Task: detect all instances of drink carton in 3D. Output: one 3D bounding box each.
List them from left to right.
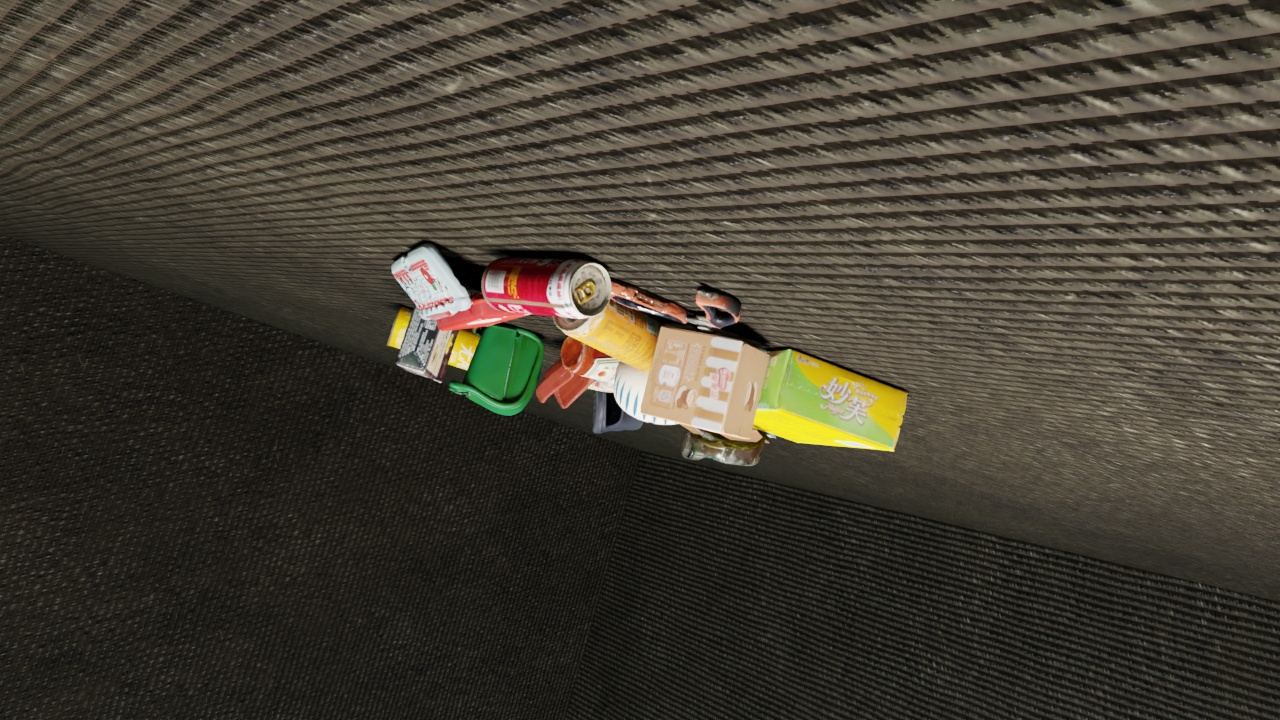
[{"bbox_3d":[-0.058,0.020,1.391,0.045,0.053,0.123,21,171,-34],"label":"drink carton"}]

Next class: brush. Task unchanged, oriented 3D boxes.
[{"bbox_3d":[-0.103,0.023,1.331,0.069,0.063,0.146,-24,172,-31],"label":"brush"}]

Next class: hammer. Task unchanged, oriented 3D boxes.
[{"bbox_3d":[0.054,0.067,1.202,0.126,0.032,0.323,11,-169,-25],"label":"hammer"}]

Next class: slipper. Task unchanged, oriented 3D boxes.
[{"bbox_3d":[-0.033,0.068,1.555,0.083,0.110,0.268,-1,176,4],"label":"slipper"}]

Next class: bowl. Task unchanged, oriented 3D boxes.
[{"bbox_3d":[0.028,0.011,1.043,0.116,0.116,0.066,14,130,14],"label":"bowl"}]

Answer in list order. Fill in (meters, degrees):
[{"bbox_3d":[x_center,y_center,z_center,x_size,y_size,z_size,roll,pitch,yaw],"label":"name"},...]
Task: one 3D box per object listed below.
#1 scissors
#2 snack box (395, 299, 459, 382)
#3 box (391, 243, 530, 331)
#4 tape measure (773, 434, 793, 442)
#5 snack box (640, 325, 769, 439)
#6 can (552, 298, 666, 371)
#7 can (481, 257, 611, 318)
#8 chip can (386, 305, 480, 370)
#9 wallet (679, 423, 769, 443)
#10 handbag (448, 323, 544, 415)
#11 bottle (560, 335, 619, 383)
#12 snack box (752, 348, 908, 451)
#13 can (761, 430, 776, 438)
[{"bbox_3d":[0.058,-0.042,0.890,0.225,0.015,0.189,19,171,-28],"label":"scissors"},{"bbox_3d":[-0.284,-0.035,1.247,0.053,0.113,0.126,18,171,-5],"label":"snack box"},{"bbox_3d":[-0.208,-0.072,1.037,0.154,0.074,0.201,24,168,-23],"label":"box"},{"bbox_3d":[0.205,0.083,1.284,0.039,0.056,0.058,12,140,23],"label":"tape measure"},{"bbox_3d":[0.067,0.023,0.933,0.094,0.092,0.077,12,176,30],"label":"snack box"},{"bbox_3d":[-0.026,-0.034,0.946,0.058,0.058,0.146,10,170,36],"label":"can"},{"bbox_3d":[-0.089,-0.068,0.853,0.133,0.053,0.053,8,168,45],"label":"can"},{"bbox_3d":[-0.303,-0.025,1.508,0.213,0.072,0.072,18,172,-13],"label":"chip can"},{"bbox_3d":[0.118,0.097,1.289,0.115,0.020,0.101,6,169,19],"label":"wallet"},{"bbox_3d":[-0.208,0.010,1.357,0.120,0.131,0.068,21,162,-4],"label":"handbag"},{"bbox_3d":[-0.007,0.007,1.190,0.205,0.059,0.060,15,175,-38],"label":"bottle"},{"bbox_3d":[0.175,0.046,1.049,0.157,0.070,0.210,19,172,-19],"label":"snack box"},{"bbox_3d":[0.164,0.077,1.338,0.083,0.057,0.102,8,169,33],"label":"can"}]
